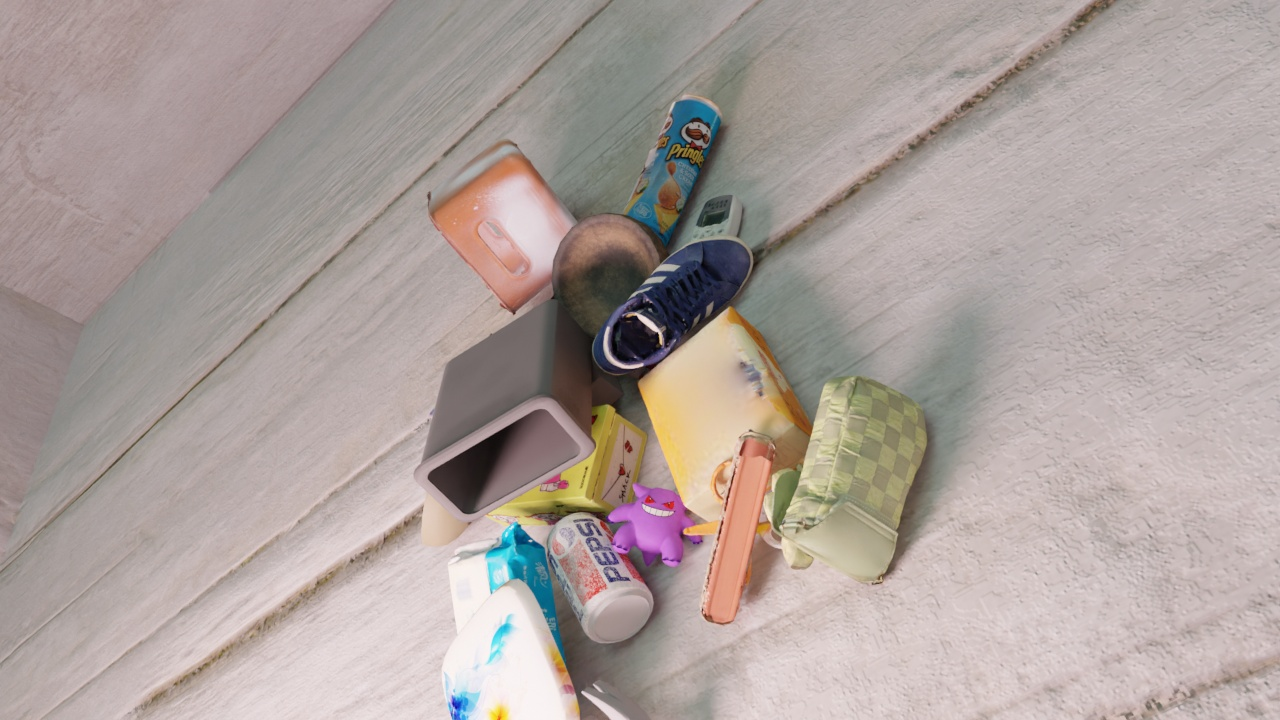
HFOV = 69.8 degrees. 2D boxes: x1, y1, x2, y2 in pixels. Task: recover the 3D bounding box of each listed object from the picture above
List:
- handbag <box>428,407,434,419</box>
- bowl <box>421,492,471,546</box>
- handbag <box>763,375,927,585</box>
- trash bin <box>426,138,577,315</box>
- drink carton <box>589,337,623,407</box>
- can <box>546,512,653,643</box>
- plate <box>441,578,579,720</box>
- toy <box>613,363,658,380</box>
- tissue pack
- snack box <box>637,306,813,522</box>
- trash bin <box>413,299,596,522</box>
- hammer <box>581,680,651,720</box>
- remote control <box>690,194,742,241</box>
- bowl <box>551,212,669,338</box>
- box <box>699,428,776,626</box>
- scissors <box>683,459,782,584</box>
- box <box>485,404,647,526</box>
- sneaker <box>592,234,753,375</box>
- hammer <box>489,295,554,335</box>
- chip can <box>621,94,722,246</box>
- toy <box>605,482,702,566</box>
[{"bbox_3d":[-0.218,0.036,1.321,0.145,0.068,0.169,10,63,47],"label":"handbag"},{"bbox_3d":[-0.240,0.171,1.200,0.152,0.050,0.152,176,105,-89],"label":"bowl"},{"bbox_3d":[0.182,0.107,0.838,0.117,0.113,0.186,-13,49,55],"label":"handbag"},{"bbox_3d":[-0.190,-0.204,1.327,0.157,0.181,0.259,-38,22,3],"label":"trash bin"},{"bbox_3d":[-0.074,0.012,1.198,0.076,0.048,0.124,-41,40,15],"label":"drink carton"},{"bbox_3d":[-0.047,0.230,0.983,0.078,0.078,0.136,-48,39,6],"label":"can"},{"bbox_3d":[-0.140,0.334,0.918,0.187,0.016,0.187,-52,50,27],"label":"plate"},{"bbox_3d":[-0.007,0.007,1.129,0.112,0.030,0.049,32,85,20],"label":"toy"},{"bbox_3d":[-0.145,0.288,0.997,0.117,0.066,0.209,-22,76,34],"label":"tissue pack"},{"bbox_3d":[0.087,0.052,0.983,0.145,0.080,0.195,-40,41,16],"label":"snack box"},{"bbox_3d":[-0.151,0.053,1.078,0.192,0.097,0.219,-30,29,16],"label":"trash bin"},{"bbox_3d":[-0.102,0.394,0.917,0.325,0.029,0.127,-21,85,38],"label":"hammer"},{"bbox_3d":[0.095,-0.160,1.176,0.060,0.028,0.114,-3,60,43],"label":"remote control"},{"bbox_3d":[-0.029,-0.107,1.182,0.162,0.070,0.162,3,96,27],"label":"bowl"},{"bbox_3d":[0.091,0.159,0.868,0.060,0.057,0.187,17,98,46],"label":"box"},{"bbox_3d":[0.103,0.158,0.896,0.130,0.011,0.125,-3,95,17],"label":"scissors"},{"bbox_3d":[-0.108,0.133,1.117,0.221,0.082,0.124,-8,56,40],"label":"box"},{"bbox_3d":[0.039,-0.071,1.054,0.233,0.091,0.118,-37,0,-2],"label":"sneaker"},{"bbox_3d":[-0.112,-0.087,1.297,0.111,0.028,0.300,26,73,37],"label":"hammer"},{"bbox_3d":[0.039,-0.256,1.269,0.080,0.080,0.229,6,66,47],"label":"chip can"},{"bbox_3d":[0.017,0.175,0.980,0.106,0.056,0.087,12,62,10],"label":"toy"}]
